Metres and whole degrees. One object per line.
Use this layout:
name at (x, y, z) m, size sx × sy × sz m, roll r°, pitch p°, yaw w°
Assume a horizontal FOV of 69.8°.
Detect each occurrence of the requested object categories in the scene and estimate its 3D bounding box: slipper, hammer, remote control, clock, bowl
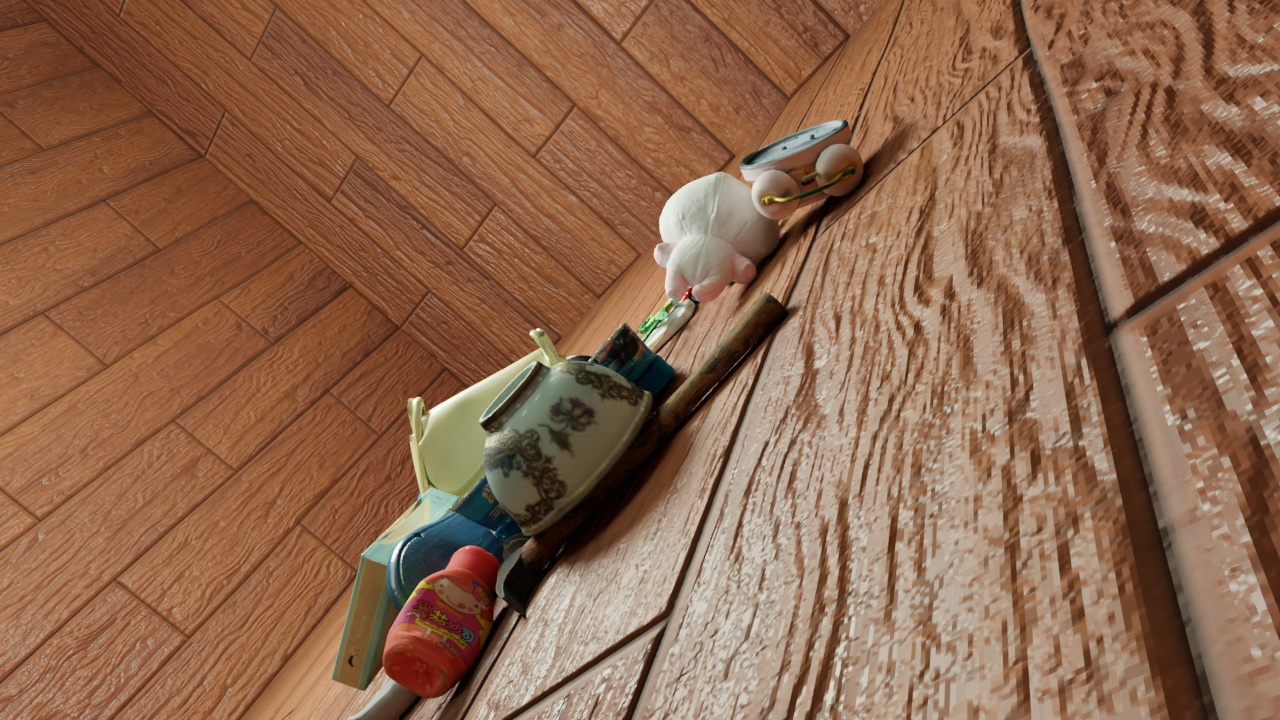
slipper at (-0.188, 0.204, 0.883) m, size 0.059 × 0.104 × 0.213 m, roll -48°, pitch 3°, yaw 11°
hammer at (-0.220, 0.279, 0.952) m, size 0.125 × 0.029 × 0.310 m, roll -46°, pitch 7°, yaw 8°
remote control at (0.019, -0.029, 1.195) m, size 0.134 × 0.022 × 0.050 m, roll -45°, pitch 8°, yaw 23°
hammer at (0.000, 0.073, 0.756) m, size 0.330 × 0.033 × 0.120 m, roll -47°, pitch 11°, yaw 5°
clock at (0.166, -0.192, 0.932) m, size 0.117 × 0.059 × 0.157 m, roll -21°, pitch 19°, yaw 12°
bowl at (-0.077, 0.057, 0.773) m, size 0.160 × 0.094 × 0.159 m, roll -44°, pitch 11°, yaw 10°

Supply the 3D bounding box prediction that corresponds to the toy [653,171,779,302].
toy at (0.079, -0.131, 1.013) m, size 0.102 × 0.139 × 0.179 m, roll 83°, pitch -156°, yaw -51°

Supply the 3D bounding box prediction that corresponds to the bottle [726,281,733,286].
bottle at (0.121, -0.138, 1.107) m, size 0.109 × 0.042 × 0.043 m, roll -50°, pitch 7°, yaw -26°

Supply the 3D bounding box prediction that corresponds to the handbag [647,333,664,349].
handbag at (-0.007, 0.007, 1.079) m, size 0.084 × 0.027 × 0.178 m, roll -43°, pitch -1°, yaw -24°

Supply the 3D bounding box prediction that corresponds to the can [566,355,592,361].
can at (-0.085, 0.033, 1.248) m, size 0.080 × 0.080 × 0.146 m, roll -49°, pitch 7°, yaw -6°

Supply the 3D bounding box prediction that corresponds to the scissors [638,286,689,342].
scissors at (0.030, -0.061, 1.164) m, size 0.123 × 0.011 × 0.127 m, roll -49°, pitch 8°, yaw -4°

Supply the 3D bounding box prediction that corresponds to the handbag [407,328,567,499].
handbag at (-0.168, 0.092, 1.103) m, size 0.233 × 0.191 × 0.088 m, roll -30°, pitch 1°, yaw -1°

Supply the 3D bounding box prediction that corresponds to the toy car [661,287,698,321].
toy car at (0.054, -0.074, 1.223) m, size 0.090 × 0.025 × 0.038 m, roll -45°, pitch 8°, yaw 20°

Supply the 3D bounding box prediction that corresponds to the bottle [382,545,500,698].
bottle at (-0.158, 0.211, 0.760) m, size 0.049 × 0.071 × 0.134 m, roll -57°, pitch 4°, yaw 29°

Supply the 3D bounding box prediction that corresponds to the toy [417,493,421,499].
toy at (-0.297, 0.250, 1.351) m, size 0.191 × 0.099 × 0.224 m, roll -61°, pitch 3°, yaw -14°

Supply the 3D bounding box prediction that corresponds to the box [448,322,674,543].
box at (-0.063, 0.084, 0.919) m, size 0.243 × 0.060 × 0.175 m, roll -48°, pitch -14°, yaw -3°

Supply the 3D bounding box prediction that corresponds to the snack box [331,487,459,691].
snack box at (-0.255, 0.235, 0.975) m, size 0.193 × 0.044 × 0.141 m, roll -61°, pitch -10°, yaw -76°
